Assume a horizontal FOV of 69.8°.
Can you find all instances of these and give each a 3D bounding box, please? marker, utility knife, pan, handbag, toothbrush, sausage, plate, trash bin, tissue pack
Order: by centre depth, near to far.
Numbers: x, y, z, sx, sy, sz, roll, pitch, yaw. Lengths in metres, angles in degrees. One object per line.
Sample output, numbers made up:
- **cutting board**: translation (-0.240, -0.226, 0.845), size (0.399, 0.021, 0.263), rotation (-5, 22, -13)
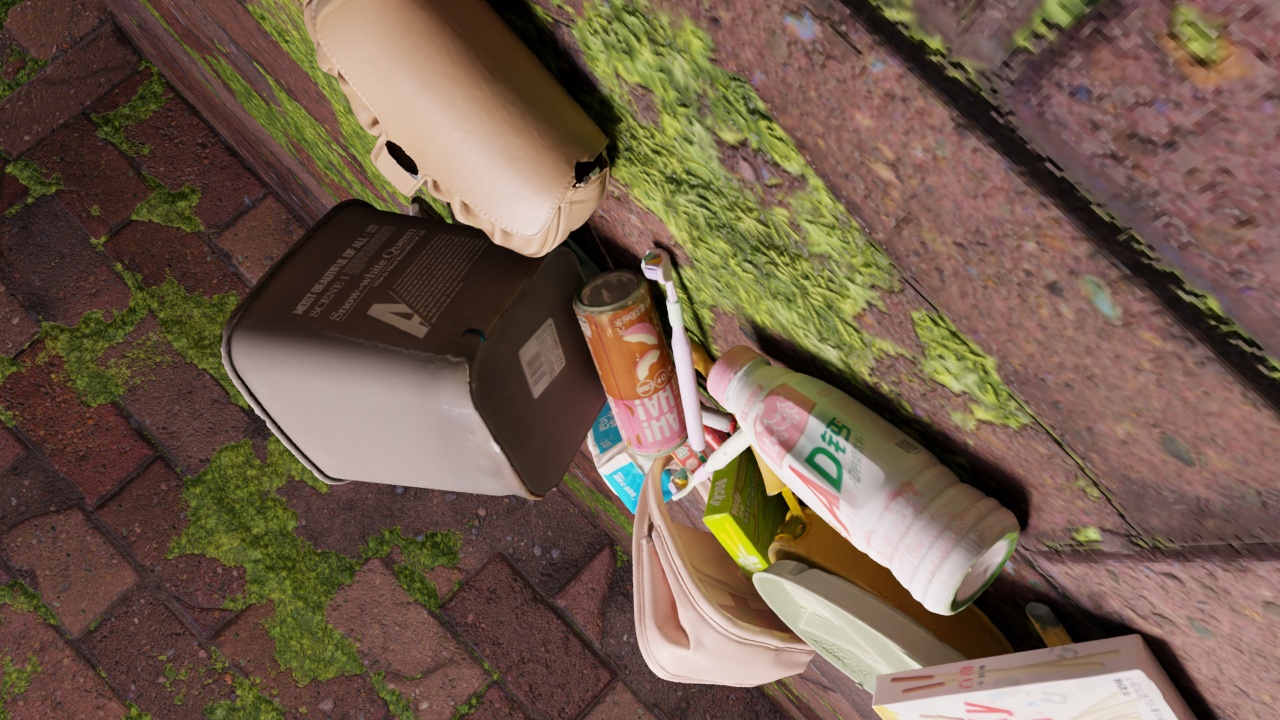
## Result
- **handbag**: translation (-0.110, -0.149, 0.543), size (0.204, 0.099, 0.148), rotation (46, 164, -13)
- **utility knife**: translation (0.283, 0.205, 0.572), size (0.176, 0.019, 0.031), rotation (47, 174, -21)
- **toothbrush**: translation (0.028, 0.001, 0.657), size (0.029, 0.021, 0.189), rotation (-111, 4, -48)
- **plate**: translation (0.182, 0.220, 0.671), size (0.230, 0.027, 0.230), rotation (35, 164, 11)
- **toothbrush**: translation (0.059, 0.068, 0.675), size (0.020, 0.029, 0.190), rotation (21, 153, -9)
- **pan**: translation (0.138, 0.122, 0.702), size (0.357, 0.078, 0.198), rotation (41, 164, -6)
- **trash bin**: translation (-0.158, -0.004, 0.719), size (0.220, 0.198, 0.199), rotation (7, 140, 30)
- **marker**: translation (0.013, 0.032, 0.775), size (0.145, 0.017, 0.017), rotation (18, 158, 18)
- **sausage**: translation (0.048, 0.047, 0.812), size (0.156, 0.020, 0.020), rotation (48, 167, -8)
- **handbag**: translation (0.067, 0.188, 0.882), size (0.193, 0.094, 0.234), rotation (26, -145, -43)
- **tissue pack**: translation (-0.016, 0.093, 0.982), size (0.090, 0.063, 0.140), rotation (55, -172, -33)

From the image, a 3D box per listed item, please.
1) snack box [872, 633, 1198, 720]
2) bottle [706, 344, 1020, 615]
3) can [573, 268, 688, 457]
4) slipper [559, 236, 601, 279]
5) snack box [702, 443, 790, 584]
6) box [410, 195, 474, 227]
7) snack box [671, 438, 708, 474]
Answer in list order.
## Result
- **snack box**: translation (0.223, 0.204, 0.525), size (0.157, 0.026, 0.085), rotation (-25, 113, 36)
- **bottle**: translation (0.118, 0.057, 0.530), size (0.197, 0.068, 0.068), rotation (41, 167, 36)
- **can**: translation (-0.004, 0.004, 0.703), size (0.058, 0.057, 0.147), rotation (32, 149, 48)
- **slipper**: translation (-0.093, -0.059, 0.821), size (0.104, 0.074, 0.246), rotation (46, 166, -3)
- **snack box**: translation (0.108, 0.150, 0.799), size (0.026, 0.085, 0.156), rotation (-18, 126, 29)
- **box**: translation (-0.175, -0.118, 0.901), size (0.075, 0.076, 0.163), rotation (54, -175, -42)
- **snack box**: translation (0.006, 0.035, 0.857), size (0.156, 0.027, 0.077), rotation (52, -179, -24)
